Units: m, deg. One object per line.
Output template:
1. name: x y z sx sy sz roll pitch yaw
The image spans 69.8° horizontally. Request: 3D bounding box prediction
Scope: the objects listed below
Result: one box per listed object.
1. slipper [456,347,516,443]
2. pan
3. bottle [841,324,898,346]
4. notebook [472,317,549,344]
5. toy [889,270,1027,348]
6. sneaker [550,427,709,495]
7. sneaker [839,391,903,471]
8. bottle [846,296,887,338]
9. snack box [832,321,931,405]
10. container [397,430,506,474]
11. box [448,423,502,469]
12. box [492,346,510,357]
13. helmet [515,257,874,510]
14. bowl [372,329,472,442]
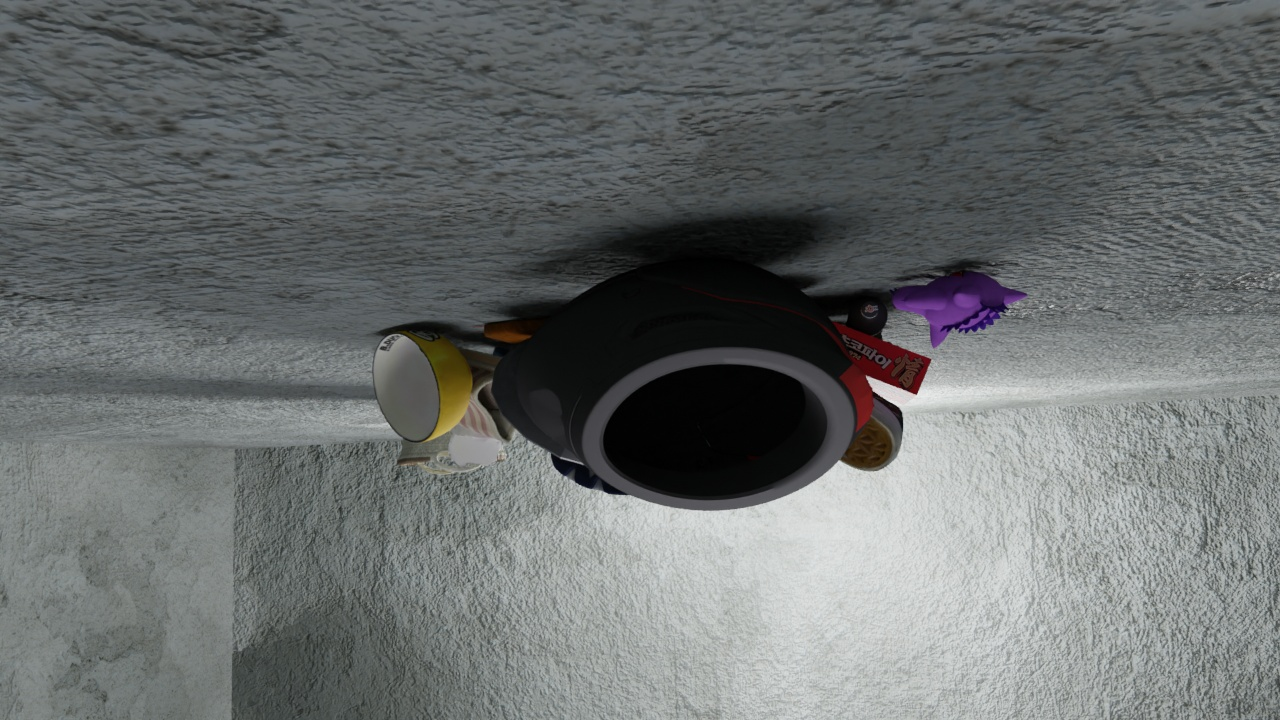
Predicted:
1. slipper: -0.158 0.045 1.017 0.263 0.052 0.115 7 142 30
2. pan: 0.016 0.025 0.933 0.356 0.041 0.178 -4 -141 -41
3. bottle: 0.238 -0.008 1.044 0.131 0.061 0.061 1 170 -22
4. notebook: -0.025 -0.030 0.972 0.250 0.014 0.178 -5 172 21
5. toy: 0.268 -0.047 0.771 0.106 0.056 0.088 -1 169 -23
6. sneaker: 0.034 0.108 1.058 0.269 0.103 0.132 -3 165 1
7. sneaker: 0.148 0.022 0.887 0.235 0.088 0.079 26 -146 22
8. bottle: 0.218 -0.040 0.883 0.036 0.036 0.110 -4 173 11
9. snack box: 0.200 -0.005 0.909 0.152 0.036 0.132 22 178 13
10. container: -0.346 0.134 1.669 0.184 0.142 0.247 1 172 -20
11. box: -0.210 0.076 1.213 0.084 0.162 0.112 6 -177 -20
12. box: -0.083 0.037 1.094 0.209 0.049 0.066 18 -172 -10
13. helmet: 0.032 0.007 0.678 0.265 0.164 0.169 -13 -148 17
14. bowl: -0.219 0.022 0.960 0.117 0.117 0.067 -9 -175 44
